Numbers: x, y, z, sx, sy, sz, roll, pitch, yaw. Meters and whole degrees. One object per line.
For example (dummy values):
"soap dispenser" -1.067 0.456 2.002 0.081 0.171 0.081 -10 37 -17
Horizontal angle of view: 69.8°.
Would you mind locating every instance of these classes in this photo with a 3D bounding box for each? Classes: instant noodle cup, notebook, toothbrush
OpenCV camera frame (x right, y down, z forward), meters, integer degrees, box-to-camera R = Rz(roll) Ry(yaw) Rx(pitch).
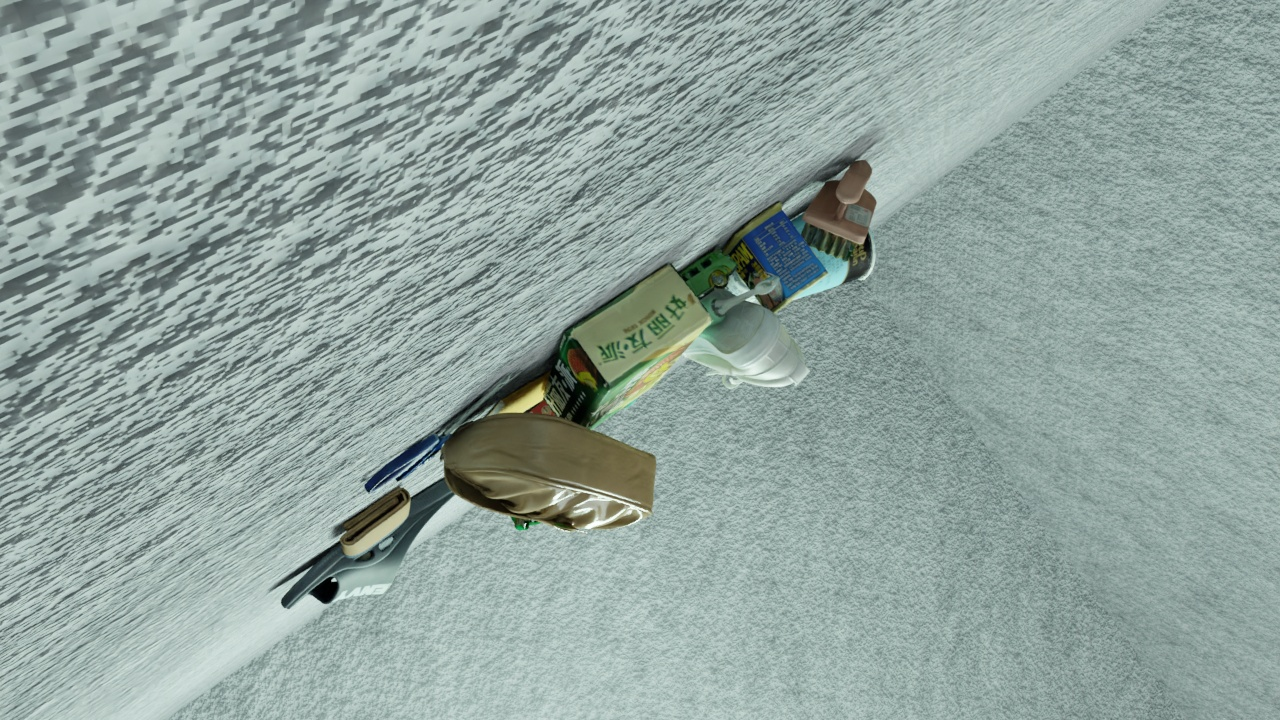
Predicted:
"instant noodle cup" 0.193 -0.124 1.078 0.120 0.111 0.111 -24 172 -24
"notebook" -0.090 0.021 0.990 0.205 0.010 0.146 -33 176 -34
"toothbrush" 0.057 -0.043 0.928 0.225 0.026 0.027 -24 -163 50

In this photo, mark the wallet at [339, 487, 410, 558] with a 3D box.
"wallet" -0.297 0.182 1.026 0.090 0.033 0.115 -37 176 -22

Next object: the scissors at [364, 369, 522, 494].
"scissors" -0.166 0.061 0.798 0.171 0.012 0.140 -36 175 -15

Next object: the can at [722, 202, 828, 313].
"can" 0.131 -0.097 0.905 0.057 0.083 0.102 -35 177 -9

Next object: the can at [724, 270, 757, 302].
"can" 0.108 -0.084 1.071 0.058 0.058 0.147 -34 176 -24

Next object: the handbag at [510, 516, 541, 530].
"handbag" -0.154 0.154 1.199 0.068 0.131 0.120 -41 171 25

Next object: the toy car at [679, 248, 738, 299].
"toy car" 0.052 -0.071 0.880 0.091 0.036 0.043 -38 178 2

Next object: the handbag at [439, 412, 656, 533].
"handbag" -0.082 0.111 0.864 0.148 0.099 0.204 -7 158 38

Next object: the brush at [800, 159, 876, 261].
"brush" 0.209 -0.158 0.933 0.145 0.063 0.073 -52 162 -56

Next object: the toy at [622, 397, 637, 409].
"toy" -0.007 0.007 1.152 0.096 0.030 0.092 -62 161 -70

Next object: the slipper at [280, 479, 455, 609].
"slipper" -0.334 0.251 1.196 0.267 0.083 0.111 -34 175 -41

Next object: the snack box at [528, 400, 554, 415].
"snack box" -0.108 0.062 1.230 0.077 0.027 0.155 -37 176 23

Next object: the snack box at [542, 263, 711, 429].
"snack box" -0.021 0.000 0.858 0.114 0.063 0.240 -35 174 -18

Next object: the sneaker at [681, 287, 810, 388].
"sneaker" 0.098 -0.021 0.974 0.089 0.090 0.242 -54 -157 -5
